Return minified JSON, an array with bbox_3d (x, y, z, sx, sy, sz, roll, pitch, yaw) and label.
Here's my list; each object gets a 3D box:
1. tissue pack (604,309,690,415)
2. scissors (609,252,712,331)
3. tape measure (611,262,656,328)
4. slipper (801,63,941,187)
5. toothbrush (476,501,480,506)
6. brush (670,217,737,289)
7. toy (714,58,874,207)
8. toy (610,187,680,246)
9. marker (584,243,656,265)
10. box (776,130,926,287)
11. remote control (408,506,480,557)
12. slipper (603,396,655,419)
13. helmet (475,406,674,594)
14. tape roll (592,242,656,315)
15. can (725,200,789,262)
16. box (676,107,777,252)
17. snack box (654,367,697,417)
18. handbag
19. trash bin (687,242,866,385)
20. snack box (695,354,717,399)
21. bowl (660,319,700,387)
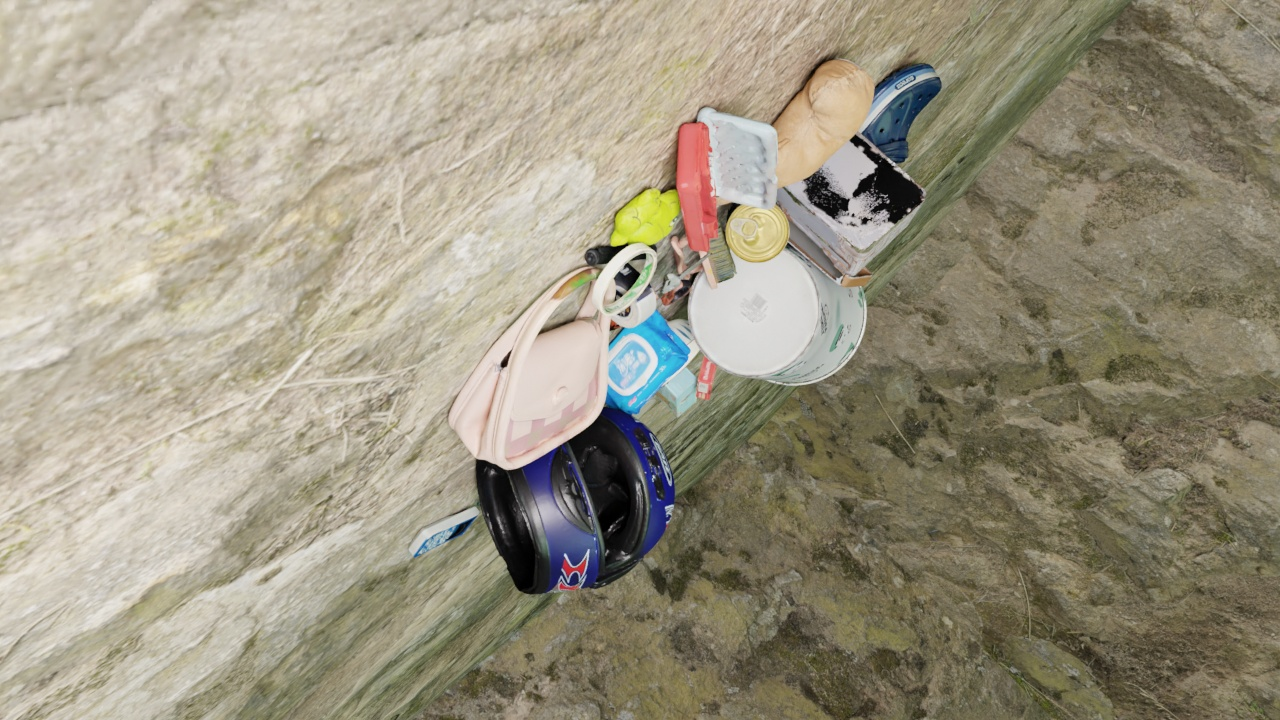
[{"bbox_3d":[-0.007,0.007,1.261,0.157,0.095,0.052,-48,165,25],"label":"tissue pack"},{"bbox_3d":[0.029,-0.085,1.133,0.226,0.015,0.188,-30,175,34],"label":"scissors"},{"bbox_3d":[-0.015,-0.071,1.051,0.033,0.066,0.066,-37,165,-34],"label":"tape measure"},{"bbox_3d":[0.334,-0.310,1.312,0.253,0.095,0.105,-45,170,21],"label":"slipper"},{"bbox_3d":[-0.182,0.182,1.440,0.191,0.018,0.016,-32,162,-42],"label":"toothbrush"},{"bbox_3d":[0.077,-0.135,1.155,0.073,0.063,0.145,-15,168,8],"label":"brush"},{"bbox_3d":[0.180,-0.252,1.072,0.227,0.082,0.143,-47,161,31],"label":"toy"},{"bbox_3d":[0.007,-0.148,0.958,0.096,0.031,0.100,-43,163,-3],"label":"toy"},{"bbox_3d":[-0.019,-0.118,1.000,0.022,0.020,0.131,-45,167,27],"label":"marker"},{"bbox_3d":[0.256,-0.191,1.245,0.154,0.182,0.185,-42,167,-10],"label":"box"},{"bbox_3d":[-0.282,0.244,1.318,0.049,0.024,0.124,-50,165,23],"label":"remote control"},{"bbox_3d":[-0.040,0.079,1.468,0.114,0.054,0.274,-46,170,8],"label":"slipper"},{"bbox_3d":[-0.073,0.172,1.205,0.240,0.247,0.316,-20,170,-20],"label":"helmet"},{"bbox_3d":[-0.016,-0.085,0.967,0.085,0.014,0.086,-41,157,-22],"label":"tape roll"},{"bbox_3d":[0.144,-0.168,1.140,0.075,0.075,0.111,-48,-173,17],"label":"can"},{"bbox_3d":[0.095,-0.183,0.955,0.201,0.101,0.095,57,35,-76],"label":"box"},{"bbox_3d":[0.056,0.042,1.601,0.051,0.074,0.175,-42,167,-8],"label":"snack box"},{"bbox_3d":[-0.098,-0.006,1.010,0.192,0.093,0.235,-27,148,-51],"label":"handbag"},{"bbox_3d":[0.193,-0.070,1.328,0.230,0.229,0.251,-48,165,17],"label":"trash bin"},{"bbox_3d":[0.123,-0.016,1.547,0.075,0.025,0.152,90,15,-67],"label":"snack box"},{"bbox_3d":[0.037,-0.019,1.372,0.116,0.066,0.116,-42,167,-12],"label":"bowl"}]
